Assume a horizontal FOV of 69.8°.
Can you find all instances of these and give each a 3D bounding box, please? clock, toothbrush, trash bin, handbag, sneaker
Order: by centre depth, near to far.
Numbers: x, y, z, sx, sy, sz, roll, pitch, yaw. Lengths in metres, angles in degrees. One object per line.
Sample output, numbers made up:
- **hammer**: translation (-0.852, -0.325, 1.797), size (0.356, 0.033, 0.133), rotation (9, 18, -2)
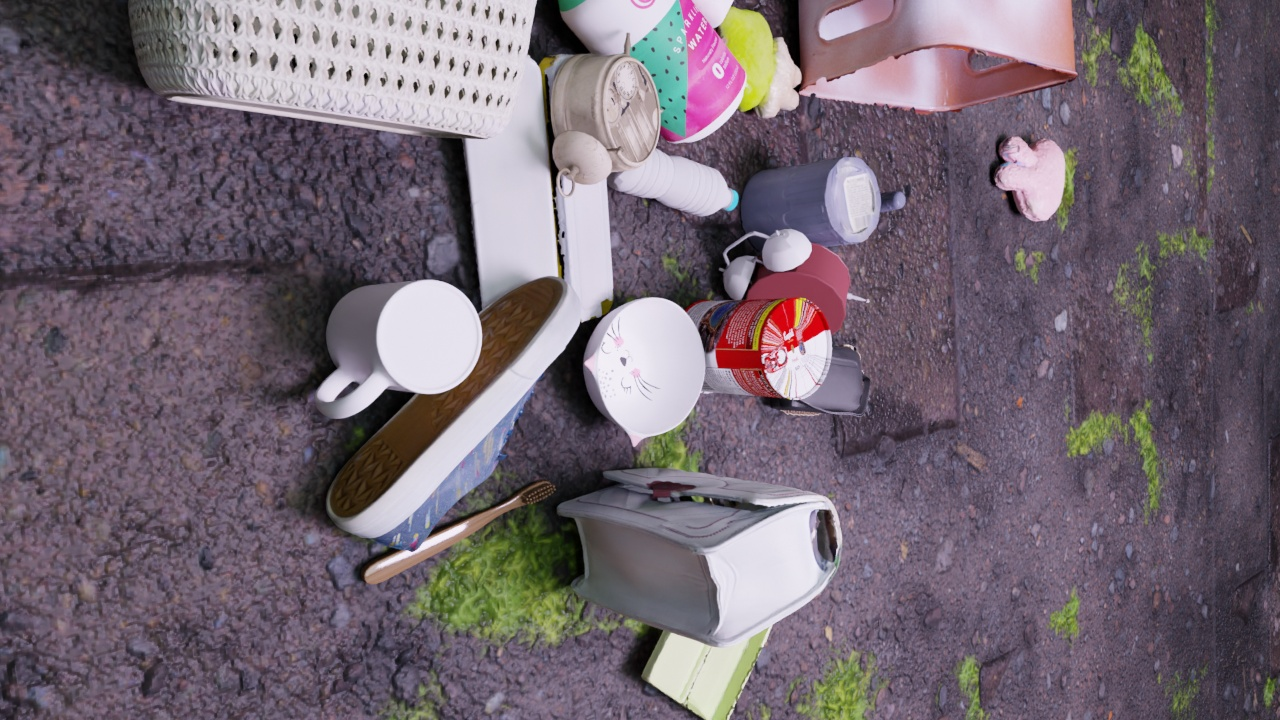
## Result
- **sneaker**: translation (-0.116, 0.043, 0.663), size (0.235, 0.087, 0.079), rotation (-50, 132, -15)
- **clock**: translation (-0.028, -0.173, 0.687), size (0.140, 0.055, 0.093), rotation (-64, 142, -32)
- **toothbrush**: translation (-0.135, 0.128, 0.700), size (0.166, 0.016, 0.016), rotation (-23, 107, -34)
- **handbag**: translation (0.042, 0.137, 0.724), size (0.141, 0.199, 0.096), rotation (-19, 102, -37)
- **clock**: translation (0.138, -0.070, 0.850), size (0.137, 0.096, 0.048), rotation (37, 48, -21)
- **trash bin**: translation (0.295, -0.349, 0.915), size (0.259, 0.182, 0.157), rotation (-5, 93, -37)
- **handbag**: translation (0.181, 0.016, 0.920), size (0.128, 0.054, 0.079), rotation (7, 82, -34)

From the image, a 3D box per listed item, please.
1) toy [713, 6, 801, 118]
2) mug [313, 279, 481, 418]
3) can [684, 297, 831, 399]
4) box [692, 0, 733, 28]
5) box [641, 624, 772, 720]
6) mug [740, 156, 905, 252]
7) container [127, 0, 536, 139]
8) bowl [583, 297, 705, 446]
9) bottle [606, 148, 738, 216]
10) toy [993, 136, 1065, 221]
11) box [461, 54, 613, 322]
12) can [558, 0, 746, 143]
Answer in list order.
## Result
- **toy**: translation (0.110, -0.273, 0.858), size (0.117, 0.043, 0.092), rotation (12, 82, -41)
- **mug**: translation (-0.173, -0.004, 0.617), size (0.110, 0.091, 0.074), rotation (-50, 119, -25)
- **can**: translation (0.096, -0.012, 0.810), size (0.086, 0.117, 0.086), rotation (-2, 93, -38)
- **box**: translation (0.063, -0.372, 0.797), size (0.084, 0.095, 0.165), rotation (34, 81, -30)
- **box**: translation (0.078, 0.236, 0.861), size (0.138, 0.030, 0.187), rotation (44, 66, -37)
- **mug**: translation (0.176, -0.147, 0.875), size (0.123, 0.104, 0.084), rotation (-6, 94, -37)
- **container**: translation (-0.181, -0.216, 0.552), size (0.251, 0.185, 0.143), rotation (-2, 102, -39)
- **bowl**: translation (-0.005, 0.004, 0.774), size (0.114, 0.051, 0.114), rotation (-2, 93, -38)
- **bottle**: translation (0.031, -0.155, 0.799), size (0.136, 0.044, 0.044), rotation (10, 86, -38)
- **toy**: translation (0.489, -0.234, 1.153), size (0.105, 0.053, 0.108), rotation (21, 79, -26)
- **box**: translation (-0.075, -0.128, 0.712), size (0.128, 0.045, 0.210), rotation (-13, 108, -34)
- **can**: translation (0.010, -0.262, 0.750), size (0.166, 0.088, 0.088), rotation (43, 66, -31)
